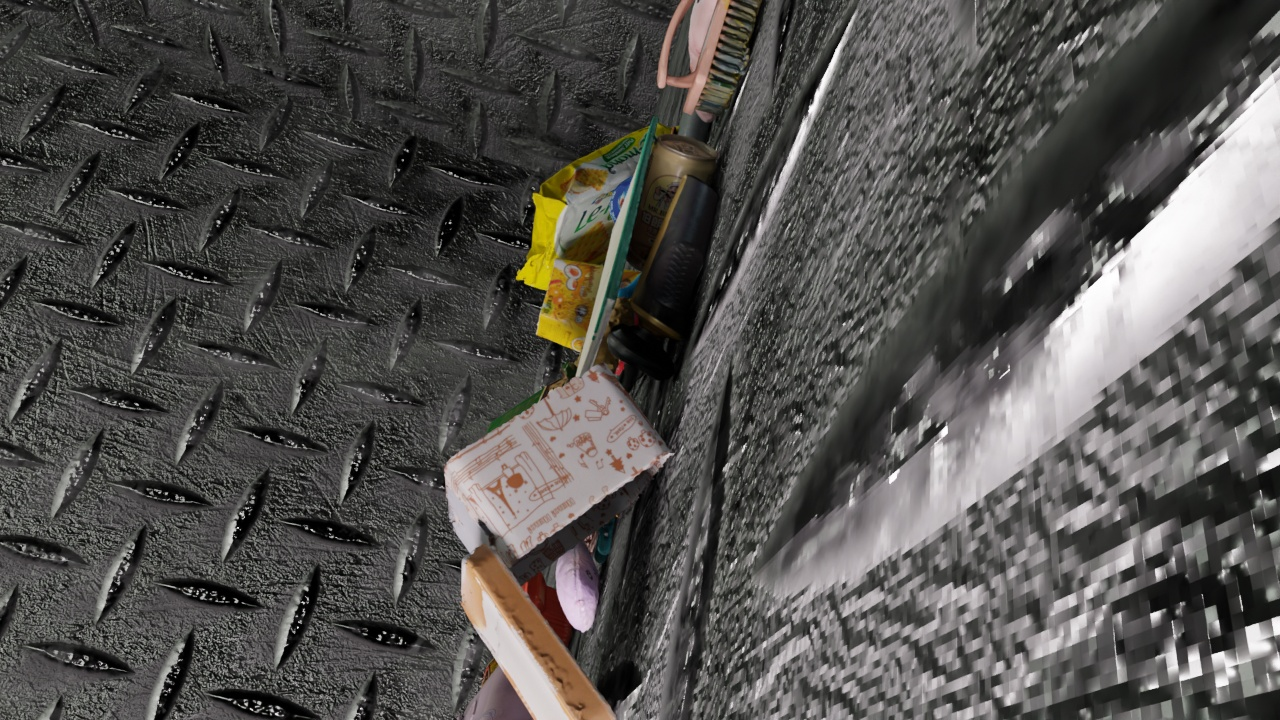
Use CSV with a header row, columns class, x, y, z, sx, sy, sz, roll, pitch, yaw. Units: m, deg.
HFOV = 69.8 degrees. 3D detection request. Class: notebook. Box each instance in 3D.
class,x,y,z,sx,sy,sz,roll,pitch,yaw
notebook,-0.021,-0.083,0.770,0.151,0.012,0.208,113,171,-53

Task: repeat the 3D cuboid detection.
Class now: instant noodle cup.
class,x,y,z,sx,sy,sz,roll,pitch,yaw
instant noodle cup,-0.050,-0.057,1.058,0.116,0.123,0.116,120,164,-71
instant noodle cup,-0.125,0.319,1.017,0.164,0.079,0.189,-132,56,-84

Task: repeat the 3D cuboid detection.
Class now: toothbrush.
class,x,y,z,sx,sy,sz,roll,pitch,yaw
toothbrush,-0.005,0.005,0.927,0.027,0.026,0.213,-33,-16,-25

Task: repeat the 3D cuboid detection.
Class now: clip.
class,x,y,z,sx,sy,sz,roll,pitch,yaw
clip,-0.032,0.157,0.837,0.045,0.014,0.056,108,172,-47

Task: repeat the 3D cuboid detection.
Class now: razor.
class,x,y,z,sx,sy,sz,roll,pitch,yaw
razor,0.021,-0.068,0.711,0.068,0.062,0.167,-1,66,54

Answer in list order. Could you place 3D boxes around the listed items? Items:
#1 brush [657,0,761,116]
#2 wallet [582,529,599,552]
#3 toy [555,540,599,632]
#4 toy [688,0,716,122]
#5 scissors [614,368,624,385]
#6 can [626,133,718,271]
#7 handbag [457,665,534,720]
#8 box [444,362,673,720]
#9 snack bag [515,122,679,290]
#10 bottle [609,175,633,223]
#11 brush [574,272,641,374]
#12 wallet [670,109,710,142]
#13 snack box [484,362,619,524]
class,x,y,z,sx,sy,sz,roll,pitch,yaw
brush,0.063,-0.290,0.795,0.063,0.073,0.145,121,165,-76
wallet,-0.042,0.128,0.956,0.101,0.032,0.124,-89,16,-81
toy,-0.055,0.202,0.818,0.108,0.039,0.084,-144,49,-81
toy,0.075,-0.318,0.892,0.121,0.054,0.159,139,138,-85
scissors,-0.035,0.057,1.175,0.171,0.019,0.181,113,170,-67
can,0.026,-0.137,0.816,0.058,0.058,0.116,-83,10,-61
handbag,-0.129,0.379,0.817,0.196,0.098,0.145,-94,25,-75
box,-0.039,0.135,0.628,0.157,0.197,0.181,-32,-15,-23
snack bag,-0.046,-0.191,1.122,0.245,0.068,0.158,-34,-21,-34
bottle,0.004,-0.163,0.961,0.219,0.065,0.065,-160,85,-78
brush,-0.003,-0.070,0.927,0.083,0.046,0.253,107,-170,-48
wallet,0.050,-0.243,1.004,0.106,0.037,0.129,160,125,-83
snack box,-0.086,0.090,0.830,0.117,0.106,0.118,58,-157,-27
